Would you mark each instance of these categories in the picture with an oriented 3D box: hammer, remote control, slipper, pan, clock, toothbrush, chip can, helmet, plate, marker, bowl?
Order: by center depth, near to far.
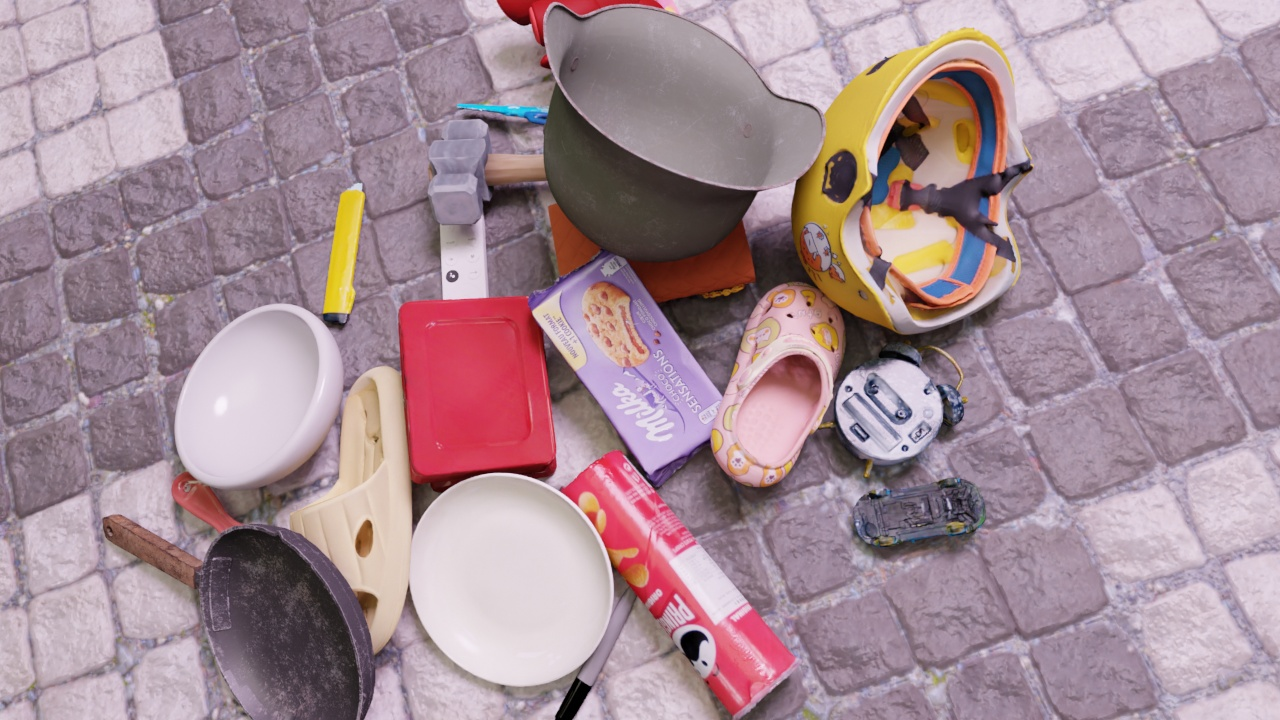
[{"bbox_3d":[0.011,-0.177,0.746,0.227,0.154,0.267,18,48,-12],"label":"helmet"},{"bbox_3d":[0.028,0.179,0.759,0.073,0.073,0.233,-40,72,-5],"label":"chip can"},{"bbox_3d":[0.210,-0.147,0.767,0.208,0.140,0.240,-14,111,-32],"label":"helmet"},{"bbox_3d":[0.129,0.014,0.768,0.093,0.082,0.196,31,64,-11],"label":"slipper"},{"bbox_3d":[-0.037,0.248,0.774,0.016,0.022,0.138,25,79,27],"label":"marker"},{"bbox_3d":[-0.106,0.181,0.775,0.182,0.034,0.182,2,97,14],"label":"plate"},{"bbox_3d":[0.220,0.037,0.785,0.129,0.052,0.090,-39,72,-4],"label":"clock"},{"bbox_3d":[-0.252,0.124,0.792,0.112,0.079,0.261,-18,64,39],"label":"slipper"},{"bbox_3d":[-0.354,0.204,0.797,0.357,0.040,0.208,21,113,28],"label":"pan"},{"bbox_3d":[-0.338,0.039,0.845,0.177,0.066,0.176,-10,63,21],"label":"bowl"},{"bbox_3d":[-0.040,-0.187,0.880,0.323,0.051,0.117,-2,46,1],"label":"hammer"},{"bbox_3d":[-0.173,-0.100,0.901,0.043,0.013,0.136,-8,73,6],"label":"remote control"},{"bbox_3d":[0.043,-0.323,0.937,0.021,0.016,0.135,-22,70,3],"label":"toothbrush"}]

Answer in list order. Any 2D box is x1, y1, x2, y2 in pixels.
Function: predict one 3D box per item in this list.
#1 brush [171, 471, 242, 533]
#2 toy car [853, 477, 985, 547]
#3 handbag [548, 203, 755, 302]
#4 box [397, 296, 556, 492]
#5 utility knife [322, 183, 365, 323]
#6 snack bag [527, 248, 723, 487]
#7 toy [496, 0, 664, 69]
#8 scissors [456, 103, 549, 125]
[{"bbox_3d":[-0.364,0.163,0.840,0.172,0.030,0.041,38,82,15],"label":"brush"},{"bbox_3d":[0.232,0.127,0.767,0.105,0.032,0.048,-12,73,10],"label":"toy car"},{"bbox_3d":[0.011,-0.101,0.850,0.172,0.060,0.108,-12,73,4],"label":"handbag"},{"bbox_3d":[-0.142,0.027,0.805,0.136,0.123,0.157,-9,73,0],"label":"box"},{"bbox_3d":[-0.295,-0.109,0.919,0.030,0.017,0.155,1,75,3],"label":"utility knife"},{"bbox_3d":[-0.005,0.005,0.796,0.096,0.058,0.205,-35,99,-3],"label":"snack bag"},{"bbox_3d":[-0.036,-0.302,0.885,0.158,0.121,0.197,-16,80,-41],"label":"toy"},{"bbox_3d":[-0.124,-0.246,0.911,0.140,0.083,0.015,8,119,8],"label":"scissors"}]
